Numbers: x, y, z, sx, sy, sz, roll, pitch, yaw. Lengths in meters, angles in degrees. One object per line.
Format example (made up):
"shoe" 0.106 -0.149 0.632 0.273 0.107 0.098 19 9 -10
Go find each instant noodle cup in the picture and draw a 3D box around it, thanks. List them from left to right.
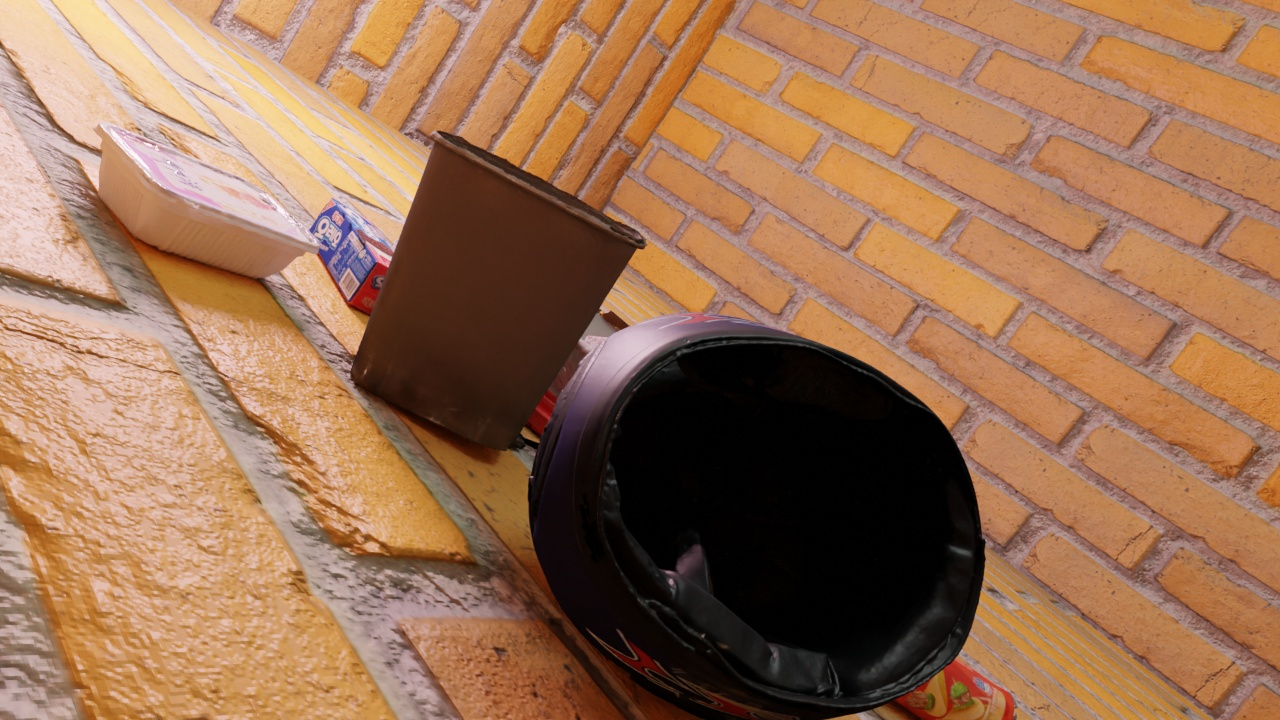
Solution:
"instant noodle cup" -0.388 -0.130 0.812 0.138 0.060 0.173 39 11 29

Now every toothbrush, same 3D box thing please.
"toothbrush" -0.071 0.098 0.908 0.189 0.014 0.016 28 12 -45

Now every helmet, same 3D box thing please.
"helmet" 0.046 0.098 0.596 0.315 0.247 0.241 26 -16 -28

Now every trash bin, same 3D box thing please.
"trash bin" -0.131 -0.060 0.813 0.198 0.220 0.199 26 9 -9

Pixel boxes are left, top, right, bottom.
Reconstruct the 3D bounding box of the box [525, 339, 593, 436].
"box" -0.111 0.003 0.994 0.201 0.101 0.095 37 8 22

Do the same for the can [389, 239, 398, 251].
"can" -0.270 -0.103 1.121 0.058 0.058 0.146 29 10 -34

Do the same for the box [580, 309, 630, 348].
"box" -0.015 0.017 1.124 0.179 0.130 0.272 39 4 -42

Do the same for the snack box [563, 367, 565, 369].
"snack box" -0.100 -0.008 1.124 0.153 0.026 0.075 47 29 -32

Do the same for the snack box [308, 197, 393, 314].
"snack box" -0.315 -0.116 1.025 0.058 0.057 0.207 31 8 -41

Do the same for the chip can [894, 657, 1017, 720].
"chip can" 0.250 0.288 0.874 0.216 0.073 0.073 34 8 -4
